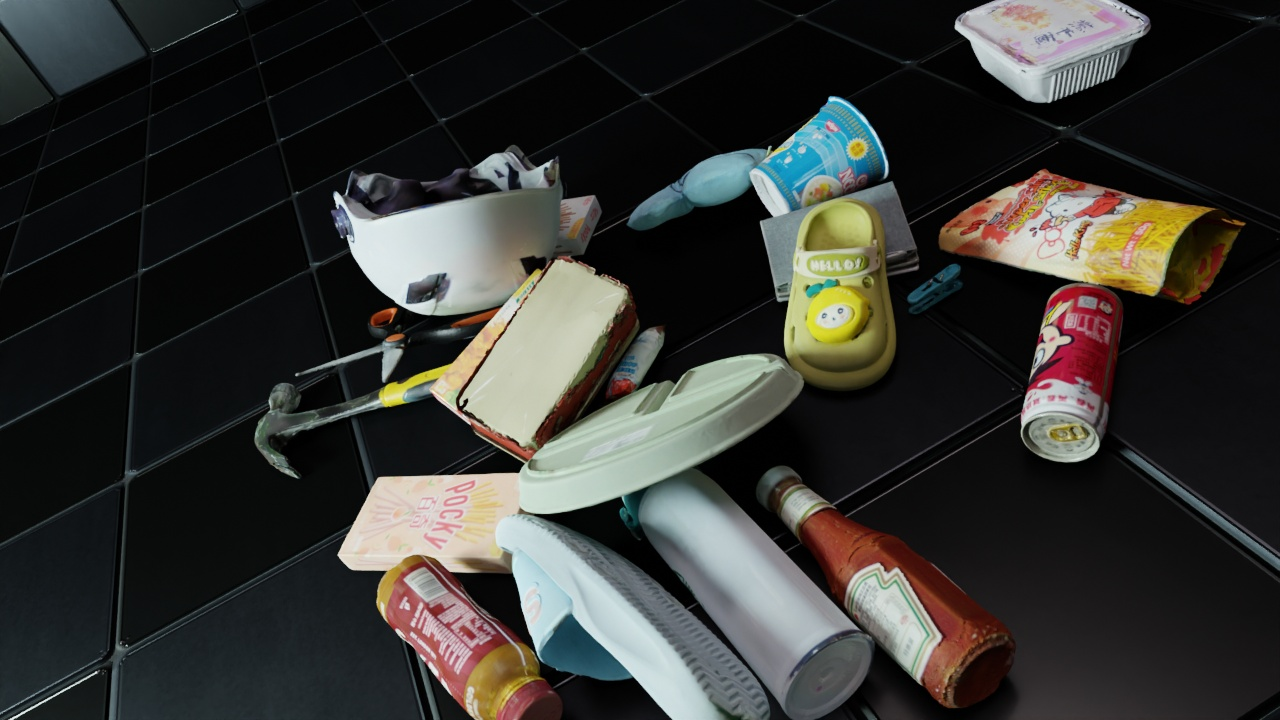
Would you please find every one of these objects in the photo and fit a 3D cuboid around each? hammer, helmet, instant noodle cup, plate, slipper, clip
[{"bbox_3d":[-0.231,0.033,0.905,0.323,0.032,0.126,-16,40,8],"label":"hammer"},{"bbox_3d":[-0.184,-0.120,0.928,0.228,0.146,0.259,-15,24,-19],"label":"helmet"},{"bbox_3d":[0.433,-0.336,0.975,0.138,0.060,0.173,-21,40,3],"label":"instant noodle cup"},{"bbox_3d":[0.010,0.048,0.686,0.230,0.027,0.230,-25,7,3],"label":"plate"},{"bbox_3d":[0.161,-0.068,0.765,0.092,0.081,0.190,-6,59,22],"label":"slipper"},{"bbox_3d":[0.173,-0.191,0.919,0.110,0.099,0.099,-36,40,-1],"label":"instant noodle cup"},{"bbox_3d":[0.251,-0.060,0.783,0.057,0.046,0.014,-34,43,-8],"label":"clip"},{"bbox_3d":[-0.017,0.176,0.589,0.245,0.104,0.074,29,88,50],"label":"slipper"}]

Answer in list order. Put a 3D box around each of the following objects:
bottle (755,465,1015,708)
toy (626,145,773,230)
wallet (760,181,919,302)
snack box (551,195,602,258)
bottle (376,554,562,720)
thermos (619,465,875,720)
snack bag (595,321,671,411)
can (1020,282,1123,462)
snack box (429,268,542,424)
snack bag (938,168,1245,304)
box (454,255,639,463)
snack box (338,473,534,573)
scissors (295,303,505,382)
[{"bbox_3d":[0.144,0.133,0.590,0.059,0.060,0.206,-33,37,-12],"label":"bottle"},{"bbox_3d":[0.070,-0.186,0.975,0.157,0.050,0.161,-17,12,40],"label":"toy"},{"bbox_3d":[0.183,-0.106,0.852,0.130,0.037,0.106,-15,52,13],"label":"wallet"},{"bbox_3d":[-0.129,-0.148,1.062,0.157,0.027,0.084,-5,43,22],"label":"snack box"},{"bbox_3d":[-0.121,0.200,0.641,0.057,0.057,0.175,-42,43,-21],"label":"bottle"},{"bbox_3d":[0.057,0.138,0.621,0.073,0.073,0.224,-33,40,-12],"label":"thermos"},{"bbox_3d":[-0.005,0.005,0.822,0.048,0.026,0.104,-40,16,53],"label":"snack bag"},{"bbox_3d":[0.308,0.007,0.653,0.053,0.053,0.132,5,47,30],"label":"can"},{"bbox_3d":[-0.115,-0.006,0.852,0.077,0.027,0.155,34,75,20],"label":"snack box"},{"bbox_3d":[0.365,-0.108,0.759,0.128,0.073,0.208,-35,33,-13],"label":"snack bag"},{"bbox_3d":[-0.077,-0.002,0.787,0.091,0.078,0.168,27,74,18],"label":"box"},{"bbox_3d":[-0.165,0.134,0.762,0.157,0.026,0.084,-5,43,22],"label":"snack box"},{"bbox_3d":[-0.231,-0.021,0.932,0.221,0.022,0.230,-13,21,-5],"label":"scissors"}]
